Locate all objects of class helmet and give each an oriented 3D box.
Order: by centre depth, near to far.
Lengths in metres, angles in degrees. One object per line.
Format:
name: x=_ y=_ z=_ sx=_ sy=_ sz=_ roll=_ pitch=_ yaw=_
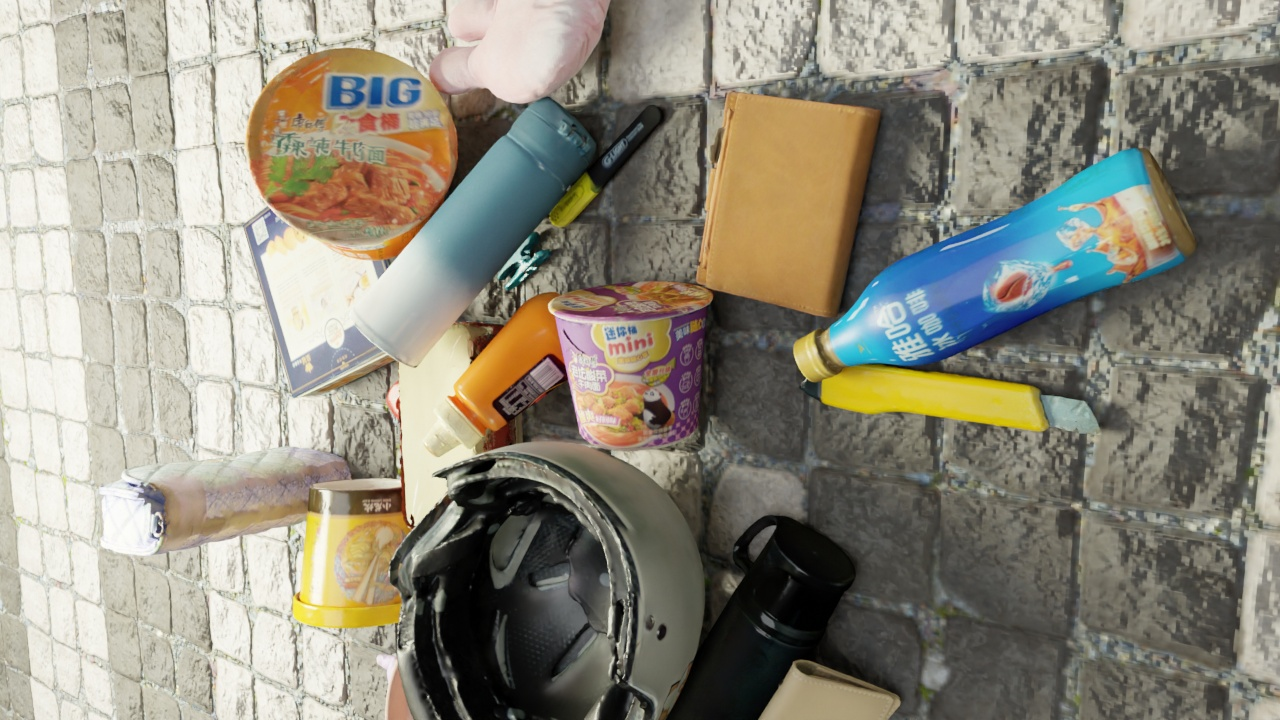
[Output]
helmet: x=-0.051 y=0.175 z=0.652 sx=0.230 sy=0.156 sz=0.275 roll=37 pitch=123 yaw=28

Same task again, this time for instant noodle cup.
instant noodle cup: x=-0.004 y=0.004 z=0.633 sx=0.112 sy=0.111 sz=0.099 roll=6 pitch=108 yaw=33
instant noodle cup: x=-0.218 y=-0.149 z=0.721 sx=0.111 sy=0.151 sz=0.151 roll=140 pitch=112 yaw=-78
instant noodle cup: x=-0.246 y=0.166 z=0.817 sx=0.119 sy=0.118 sz=0.114 roll=-2 pitch=88 yaw=34

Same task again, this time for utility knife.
utility knife: x=0.183 y=0.023 z=0.559 sx=0.181 sy=0.015 sz=0.033 roll=9 pitch=106 yaw=32

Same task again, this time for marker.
marker: x=-0.027 y=-0.142 z=0.679 sx=0.124 sy=0.015 sz=0.018 roll=-42 pitch=77 yaw=30

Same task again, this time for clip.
clip: x=-0.094 y=-0.077 z=0.735 sx=0.057 sy=0.014 sz=0.047 roll=-41 pitch=76 yaw=32

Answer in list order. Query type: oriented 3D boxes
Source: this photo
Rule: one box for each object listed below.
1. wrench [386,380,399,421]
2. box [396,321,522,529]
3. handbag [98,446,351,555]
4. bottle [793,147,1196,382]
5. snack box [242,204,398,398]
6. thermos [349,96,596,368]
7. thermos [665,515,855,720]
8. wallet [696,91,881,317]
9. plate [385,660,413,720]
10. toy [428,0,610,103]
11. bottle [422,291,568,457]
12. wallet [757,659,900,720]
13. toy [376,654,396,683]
wrench: x=-0.135 y=0.114 z=0.789 sx=0.273 sy=0.016 sz=0.056 roll=46 pitch=114 yaw=20
box: x=-0.149 y=0.054 z=0.741 sx=0.091 sy=0.075 sz=0.168 roll=-3 pitch=90 yaw=30
handbag: x=-0.387 y=0.126 z=0.853 sx=0.134 sy=0.193 sz=0.075 roll=0 pitch=94 yaw=34
bottle: x=0.185 y=-0.041 z=0.519 sx=0.219 sy=0.065 sz=0.065 roll=-26 pitch=82 yaw=35
snack box: x=-0.277 y=-0.076 z=0.840 sx=0.178 sy=0.045 sz=0.182 roll=-21 pitch=85 yaw=34
thermos: x=-0.120 y=-0.096 z=0.677 sx=0.070 sy=0.070 sz=0.220 roll=42 pitch=92 yaw=22
thermos: x=0.062 y=0.220 z=0.648 sx=0.243 sy=0.068 sz=0.090 roll=-65 pitch=32 yaw=21
wallet: x=0.090 y=-0.102 z=0.595 sx=0.108 sy=0.031 sz=0.132 roll=16 pitch=105 yaw=29
plate: x=-0.117 y=0.318 z=0.777 sx=0.230 sy=0.028 sz=0.229 roll=1 pitch=92 yaw=25
toy: x=-0.088 y=-0.242 z=0.672 sx=0.160 sy=0.054 sz=0.121 roll=5 pitch=71 yaw=38
bottle: x=-0.102 y=0.016 z=0.683 sx=0.149 sy=0.067 sz=0.067 roll=-44 pitch=68 yaw=-9
wallet: x=0.114 y=0.255 z=0.609 sx=0.087 sy=0.024 sz=0.115 roll=19 pitch=111 yaw=-14
toy: x=-0.199 y=0.323 z=0.849 sx=0.084 sy=0.038 sz=0.108 roll=-10 pitch=90 yaw=26
